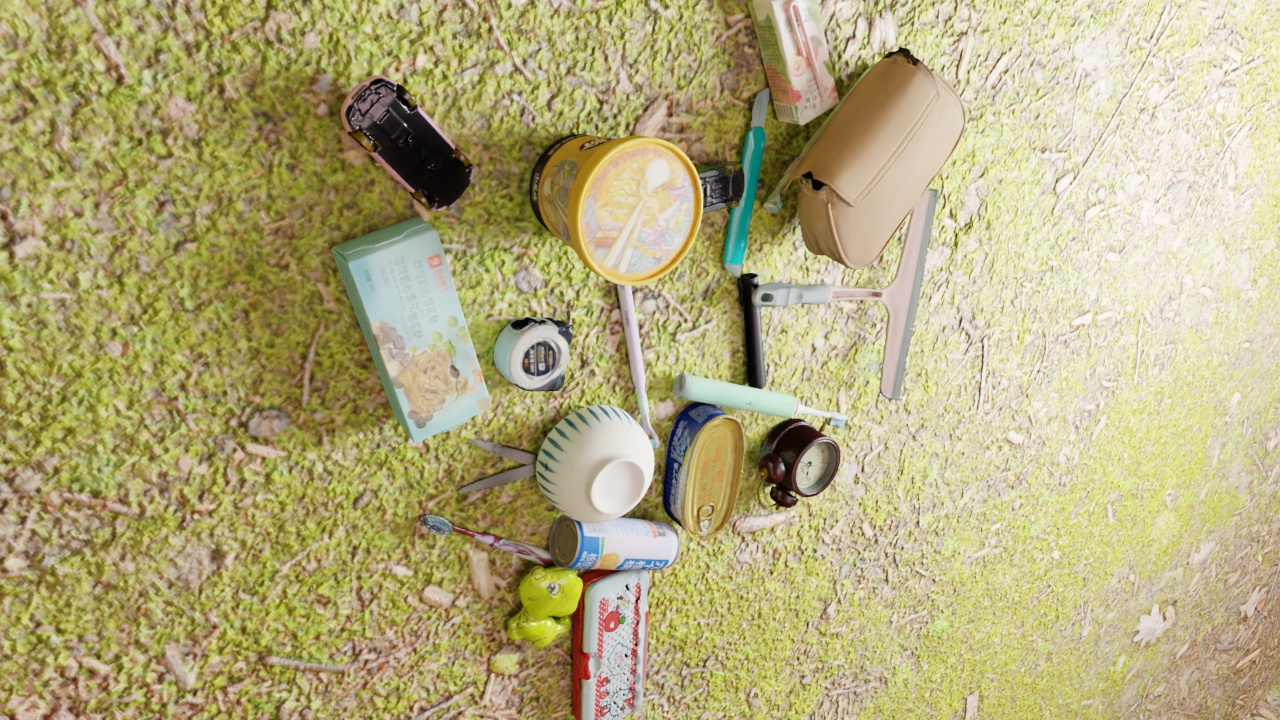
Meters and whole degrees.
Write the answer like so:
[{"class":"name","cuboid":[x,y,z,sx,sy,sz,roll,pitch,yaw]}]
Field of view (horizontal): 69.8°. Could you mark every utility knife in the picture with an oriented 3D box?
[{"class":"utility knife","cuboid":[0.105,-0.172,0.902,0.029,0.013,0.187,-5,114,-34]}]

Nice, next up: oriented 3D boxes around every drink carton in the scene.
[{"class":"drink carton","cuboid":[0.145,-0.288,0.858,0.053,0.045,0.122,-33,124,-17]}]

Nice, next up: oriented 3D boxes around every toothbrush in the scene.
[{"class":"toothbrush","cuboid":[-0.005,0.005,0.905,0.021,0.029,0.189,-56,143,-56]},{"class":"toothbrush","cuboid":[-0.135,0.181,0.896,0.187,0.017,0.016,29,92,-39]},{"class":"toothbrush","cuboid":[0.186,-0.227,0.930,0.020,0.029,0.189,37,85,2]},{"class":"toothbrush","cuboid":[0.135,0.045,0.988,0.224,0.026,0.027,12,106,-27]}]

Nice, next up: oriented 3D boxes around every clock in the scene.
[{"class":"clock","cuboid":[0.176,0.121,1.051,0.121,0.055,0.082,-40,127,-17]}]

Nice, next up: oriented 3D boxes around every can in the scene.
[{"class":"can","cuboid":[-0.025,0.189,0.950,0.134,0.053,0.053,11,104,-37]},{"class":"can","cuboid":[0.066,0.118,0.981,0.074,0.049,0.148,-8,115,-30]}]

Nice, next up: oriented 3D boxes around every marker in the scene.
[{"class":"marker","cuboid":[0.119,-0.029,0.971,0.022,0.020,0.132,-15,118,-13]}]

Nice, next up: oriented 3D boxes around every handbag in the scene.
[{"class":"handbag","cuboid":[0.226,-0.198,0.905,0.204,0.100,0.148,-53,141,-7]}]

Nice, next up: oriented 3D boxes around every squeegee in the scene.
[{"class":"squeegee","cuboid":[0.208,-0.071,0.997,0.249,0.040,0.248,-3,108,-34]}]

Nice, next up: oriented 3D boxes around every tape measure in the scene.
[{"class":"tape measure","cuboid":[-0.097,-0.007,0.829,0.066,0.033,0.066,3,106,-37]}]

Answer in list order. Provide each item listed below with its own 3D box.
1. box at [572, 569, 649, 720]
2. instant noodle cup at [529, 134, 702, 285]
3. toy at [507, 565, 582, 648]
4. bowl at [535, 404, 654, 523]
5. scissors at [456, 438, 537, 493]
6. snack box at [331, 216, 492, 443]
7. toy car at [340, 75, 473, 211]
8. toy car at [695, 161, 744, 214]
[{"class":"box","cuboid":[-0.031,0.317,1.008,0.086,0.047,0.201,-11,115,-30]},{"class":"instant noodle cup","cuboid":[-0.027,-0.134,0.767,0.118,0.114,0.119,-13,116,-28]},{"class":"toy","cuboid":[-0.095,0.250,0.941,0.100,0.031,0.096,-47,130,5]},{"class":"bowl","cuboid":[-0.035,0.107,0.881,0.116,0.066,0.117,-12,116,-26]},{"class":"scissors","cuboid":[-0.089,0.102,0.898,0.177,0.014,0.159,-37,124,-13]},{"class":"snack box","cuboid":[-0.184,-0.024,0.752,0.074,0.051,0.175,-25,123,-22]},{"class":"toy car","cuboid":[-0.179,-0.166,0.705,0.056,0.037,0.122,-47,140,-4]},{"class":"toy car","cuboid":[0.058,-0.161,0.861,0.091,0.036,0.043,-16,117,-26]}]
